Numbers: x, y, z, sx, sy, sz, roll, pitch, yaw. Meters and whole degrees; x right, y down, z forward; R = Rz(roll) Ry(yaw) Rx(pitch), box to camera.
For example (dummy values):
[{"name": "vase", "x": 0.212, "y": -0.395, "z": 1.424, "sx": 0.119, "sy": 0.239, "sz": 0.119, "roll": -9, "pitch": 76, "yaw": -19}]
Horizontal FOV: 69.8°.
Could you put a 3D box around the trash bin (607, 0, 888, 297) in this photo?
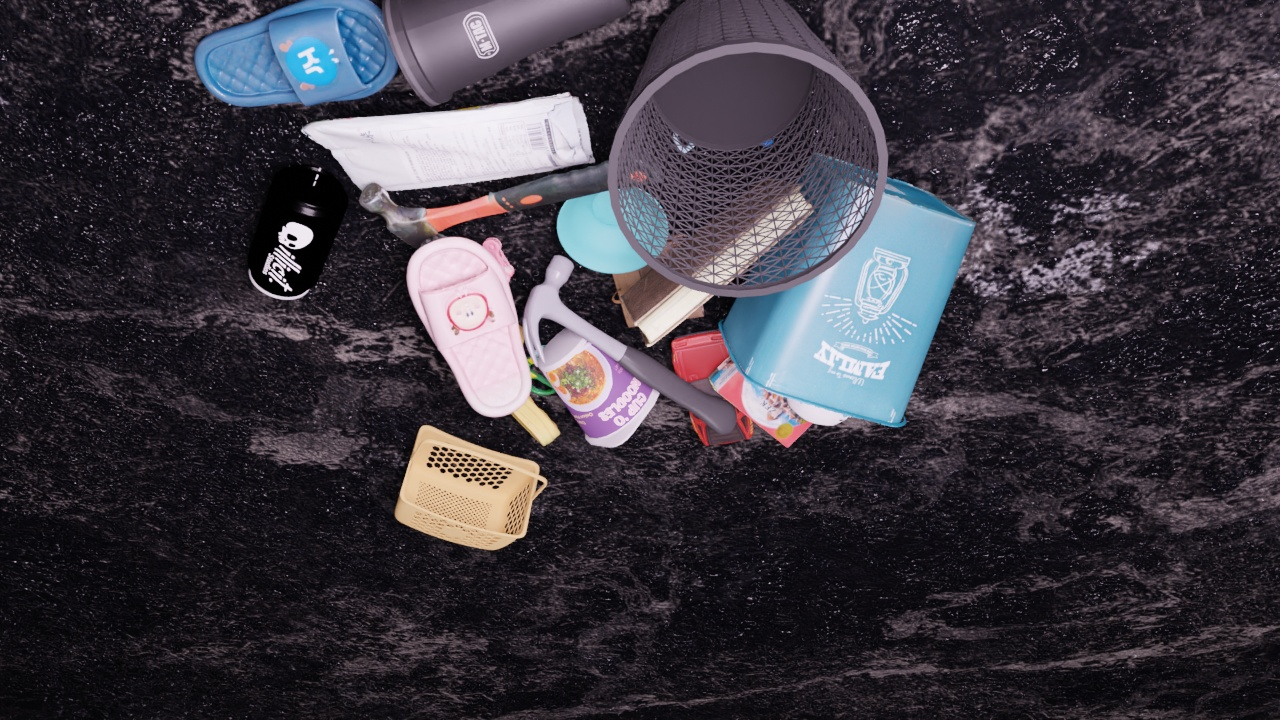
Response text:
[{"name": "trash bin", "x": 0.086, "y": -0.215, "z": 0.813, "sx": 0.217, "sy": 0.242, "sz": 0.217, "roll": 1, "pitch": 128, "yaw": 1}]

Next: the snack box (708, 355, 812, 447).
[{"name": "snack box", "x": 0.184, "y": 0.017, "z": 1.149, "sx": 0.142, "sy": 0.040, "sz": 0.145, "roll": 38, "pitch": 102, "yaw": -30}]

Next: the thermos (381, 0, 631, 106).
[{"name": "thermos", "x": -0.123, "y": -0.317, "z": 0.840, "sx": 0.219, "sy": 0.105, "sz": 0.106, "roll": -17, "pitch": 131, "yaw": 11}]

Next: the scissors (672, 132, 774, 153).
[{"name": "scissors", "x": 0.084, "y": -0.256, "z": 0.946, "sx": 0.125, "sy": 0.013, "sz": 0.130, "roll": 36, "pitch": 121, "yaw": -25}]

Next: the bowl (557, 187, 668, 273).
[{"name": "bowl", "x": -0.030, "y": -0.158, "z": 1.018, "sx": 0.121, "sy": 0.046, "sz": 0.121, "roll": 1, "pitch": 134, "yaw": 1}]

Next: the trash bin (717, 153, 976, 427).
[{"name": "trash bin", "x": 0.218, "y": -0.082, "z": 0.965, "sx": 0.196, "sy": 0.199, "sz": 0.219, "roll": 15, "pitch": 112, "yaw": -13}]

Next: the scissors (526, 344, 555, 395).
[{"name": "scissors", "x": -0.151, "y": -0.001, "z": 1.198, "sx": 0.129, "sy": 0.012, "sz": 0.117, "roll": 36, "pitch": 123, "yaw": -26}]

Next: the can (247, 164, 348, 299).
[{"name": "can", "x": -0.385, "y": -0.142, "z": 1.025, "sx": 0.080, "sy": 0.080, "sz": 0.146, "roll": 23, "pitch": 130, "yaw": -19}]

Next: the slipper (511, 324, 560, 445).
[{"name": "slipper", "x": -0.174, "y": -0.010, "z": 1.129, "sx": 0.078, "sy": 0.099, "sz": 0.263, "roll": -40, "pitch": 110, "yaw": -12}]

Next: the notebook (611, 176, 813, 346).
[{"name": "notebook", "x": 0.067, "y": -0.112, "z": 0.968, "sx": 0.215, "sy": 0.190, "sz": 0.034, "roll": -40, "pitch": 107, "yaw": 5}]

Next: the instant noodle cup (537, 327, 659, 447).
[{"name": "instant noodle cup", "x": -0.060, "y": 0.025, "z": 1.147, "sx": 0.122, "sy": 0.136, "sz": 0.122, "roll": -33, "pitch": 115, "yaw": 18}]

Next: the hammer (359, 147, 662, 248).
[{"name": "hammer", "x": -0.130, "y": -0.168, "z": 0.960, "sx": 0.334, "sy": 0.033, "sz": 0.133, "roll": -8, "pitch": 148, "yaw": 30}]

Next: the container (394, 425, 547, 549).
[{"name": "container", "x": -0.241, "y": 0.178, "z": 1.294, "sx": 0.183, "sy": 0.129, "sz": 0.167, "roll": 22, "pitch": 140, "yaw": -18}]

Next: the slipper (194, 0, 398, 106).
[{"name": "slipper", "x": -0.336, "y": -0.290, "z": 0.899, "sx": 0.214, "sy": 0.059, "sz": 0.104, "roll": -8, "pitch": 135, "yaw": 12}]

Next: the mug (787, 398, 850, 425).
[{"name": "mug", "x": 0.227, "y": 0.032, "z": 1.102, "sx": 0.123, "sy": 0.090, "sz": 0.076, "roll": -11, "pitch": 127, "yaw": -51}]

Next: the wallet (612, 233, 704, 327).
[{"name": "wallet", "x": 0.019, "y": -0.093, "z": 1.094, "sx": 0.099, "sy": 0.026, "sz": 0.121, "roll": -7, "pitch": 133, "yaw": 12}]

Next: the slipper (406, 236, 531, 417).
[{"name": "slipper", "x": -0.184, "y": -0.035, "z": 1.034, "sx": 0.106, "sy": 0.056, "sz": 0.222, "roll": -24, "pitch": 113, "yaw": -12}]

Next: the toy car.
[{"name": "toy car", "x": 0.096, "y": 0.037, "z": 1.197, "sx": 0.082, "sy": 0.056, "sz": 0.189, "roll": -11, "pitch": 129, "yaw": 10}]

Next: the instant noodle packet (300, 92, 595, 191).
[{"name": "instant noodle packet", "x": -0.190, "y": -0.225, "z": 0.948, "sx": 0.269, "sy": 0.057, "sz": 0.147, "roll": -4, "pitch": 162, "yaw": 7}]

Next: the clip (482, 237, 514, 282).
[{"name": "clip", "x": -0.165, "y": -0.117, "z": 1.084, "sx": 0.023, "sy": 0.050, "sz": 0.058, "roll": -16, "pitch": 89, "yaw": 14}]

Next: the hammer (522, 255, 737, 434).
[{"name": "hammer", "x": -0.006, "y": 0.006, "z": 1.110, "sx": 0.310, "sy": 0.124, "sz": 0.030, "roll": 33, "pitch": 158, "yaw": -21}]
